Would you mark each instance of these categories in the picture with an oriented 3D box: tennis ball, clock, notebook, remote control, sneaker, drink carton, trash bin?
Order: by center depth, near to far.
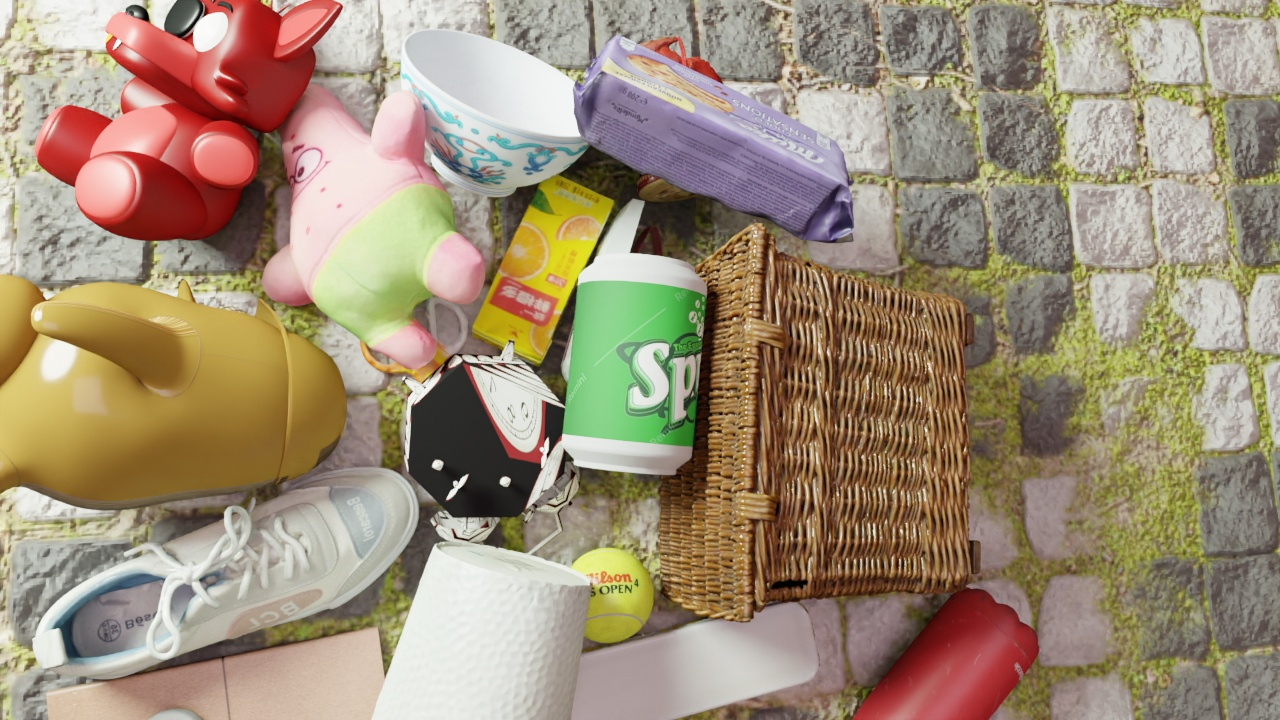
[{"bbox_3d":[-0.101,0.208,0.584,0.133,0.133,0.161,15,85,-9],"label":"trash bin"},{"bbox_3d":[-0.281,0.299,0.590,0.074,0.019,0.151,-40,91,-14],"label":"remote control"},{"bbox_3d":[-0.259,0.139,0.593,0.242,0.091,0.089,-22,86,-14],"label":"sneaker"},{"bbox_3d":[-0.273,0.270,0.612,0.209,0.008,0.141,-8,83,-13],"label":"notebook"},{"bbox_3d":[-0.100,0.071,0.638,0.114,0.065,0.155,-21,104,-14],"label":"clock"},{"bbox_3d":[-0.023,0.166,0.649,0.065,0.065,0.065,2,81,-11],"label":"tennis ball"},{"bbox_3d":[-0.032,-0.050,0.687,0.024,0.050,0.143,18,79,-7],"label":"remote control"},{"bbox_3d":[-0.074,-0.068,0.687,0.058,0.043,0.134,24,77,-5],"label":"drink carton"}]

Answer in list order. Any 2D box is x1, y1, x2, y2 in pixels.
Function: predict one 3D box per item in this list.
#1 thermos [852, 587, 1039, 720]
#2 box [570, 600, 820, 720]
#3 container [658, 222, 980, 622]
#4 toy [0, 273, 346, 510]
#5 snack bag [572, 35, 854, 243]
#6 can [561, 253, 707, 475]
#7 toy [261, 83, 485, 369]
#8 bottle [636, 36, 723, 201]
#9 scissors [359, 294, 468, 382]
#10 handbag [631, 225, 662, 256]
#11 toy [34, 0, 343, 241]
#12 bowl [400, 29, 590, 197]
[{"bbox_3d":[0.194,0.275,0.673,0.073,0.073,0.239,46,77,-2],"label":"thermos"},{"bbox_3d":[0.029,0.225,0.671,0.209,0.033,0.064,-10,84,-12],"label":"box"},{"bbox_3d":[0.125,0.055,0.652,0.183,0.162,0.249,6,80,-16],"label":"container"},{"bbox_3d":[-0.290,0.018,0.583,0.203,0.199,0.162,7,62,-30],"label":"toy"},{"bbox_3d":[0.053,-0.144,0.617,0.205,0.096,0.059,24,121,-8],"label":"snack bag"},{"bbox_3d":[-0.004,0.004,0.618,0.087,0.088,0.140,6,86,-11],"label":"can"},{"bbox_3d":[-0.195,-0.108,0.627,0.192,0.096,0.236,-45,65,27],"label":"toy"},{"bbox_3d":[0.028,-0.186,0.697,0.099,0.099,0.111,-9,83,-13],"label":"bottle"},{"bbox_3d":[-0.145,0.010,0.676,0.096,0.012,0.133,-36,89,-14],"label":"scissors"},{"bbox_3d":[0.000,-0.048,0.704,0.055,0.029,0.119,21,69,-38],"label":"handbag"},{"bbox_3d":[-0.295,-0.176,0.607,0.158,0.120,0.197,32,87,39],"label":"toy"},{"bbox_3d":[-0.107,-0.165,0.651,0.144,0.143,0.074,20,123,-14],"label":"bowl"}]
